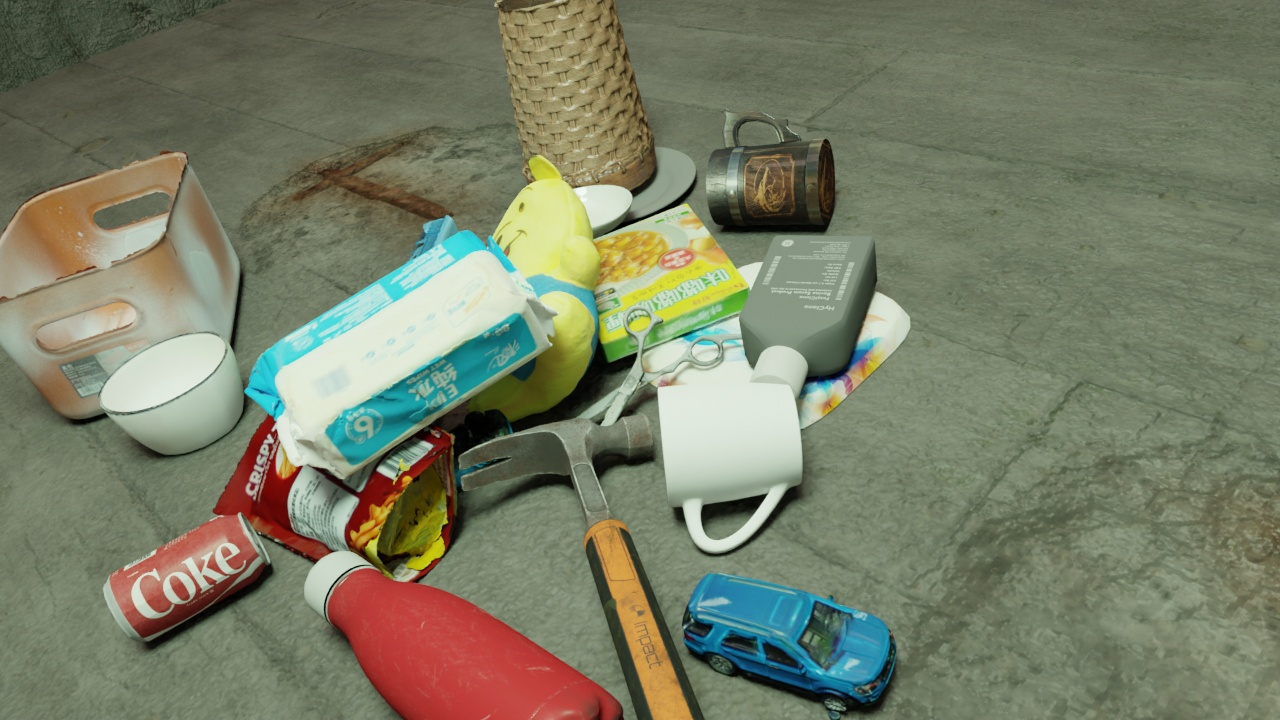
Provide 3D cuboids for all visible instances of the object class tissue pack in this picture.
[{"bbox_3d":[-0.169,-0.006,0.642,0.209,0.066,0.117,-33,45,-14],"label":"tissue pack"}]

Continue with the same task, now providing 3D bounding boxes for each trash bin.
[{"bbox_3d":[-0.525,-0.081,0.937,0.181,0.157,0.259,-20,38,-7],"label":"trash bin"},{"bbox_3d":[-0.076,-0.291,0.983,0.151,0.210,0.151,-10,36,8],"label":"trash bin"}]

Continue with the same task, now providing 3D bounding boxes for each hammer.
[{"bbox_3d":[-0.028,0.118,0.534,0.137,0.035,0.314,-7,25,-12],"label":"hammer"}]

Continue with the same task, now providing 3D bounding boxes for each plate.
[{"bbox_3d":[-0.025,-0.192,1.023,0.178,0.012,0.178,-10,37,7],"label":"plate"},{"bbox_3d":[-0.057,-0.145,0.932,0.104,0.026,0.104,-10,34,6],"label":"plate"},{"bbox_3d":[0.105,-0.022,0.751,0.186,0.016,0.187,-38,42,-28],"label":"plate"}]

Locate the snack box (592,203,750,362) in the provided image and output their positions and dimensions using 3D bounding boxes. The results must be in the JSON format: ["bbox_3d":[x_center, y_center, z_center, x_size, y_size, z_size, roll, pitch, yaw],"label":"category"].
[{"bbox_3d":[0.009,-0.074,0.815,0.132,0.027,0.168,-21,37,-4],"label":"snack box"}]

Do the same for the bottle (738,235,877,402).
[{"bbox_3d":[0.123,-0.031,0.701,0.084,0.046,0.173,4,41,24],"label":"bottle"}]

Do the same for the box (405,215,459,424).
[{"bbox_3d":[-0.224,-0.027,0.816,0.112,0.094,0.231,-10,37,11],"label":"box"}]

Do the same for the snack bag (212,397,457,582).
[{"bbox_3d":[-0.227,0.081,0.671,0.208,0.066,0.139,16,82,32],"label":"snack bag"}]

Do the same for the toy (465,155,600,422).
[{"bbox_3d":[-0.084,-0.057,0.768,0.149,0.084,0.213,-46,37,31],"label":"toy"}]

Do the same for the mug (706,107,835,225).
[{"bbox_3d":[0.126,-0.187,0.882,0.107,0.116,0.079,2,6,23],"label":"mug"}]

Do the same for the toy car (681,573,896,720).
[{"bbox_3d":[0.079,0.152,0.508,0.120,0.044,0.056,9,43,29],"label":"toy car"}]

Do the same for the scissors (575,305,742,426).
[{"bbox_3d":[0.008,0.019,0.709,0.147,0.014,0.141,5,63,8],"label":"scissors"}]

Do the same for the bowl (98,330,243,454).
[{"bbox_3d":[-0.410,0.033,0.821,0.116,0.066,0.116,-10,37,7],"label":"bowl"}]

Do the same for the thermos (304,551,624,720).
[{"bbox_3d":[-0.115,0.172,0.527,0.240,0.073,0.073,19,48,38],"label":"thermos"}]

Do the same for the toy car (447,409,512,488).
[{"bbox_3d":[-0.143,0.077,0.696,0.105,0.032,0.048,-31,40,2],"label":"toy car"}]

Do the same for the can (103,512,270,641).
[{"bbox_3d":[-0.316,0.150,0.644,0.096,0.054,0.054,-30,39,-19],"label":"can"}]

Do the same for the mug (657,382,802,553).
[{"bbox_3d":[0.060,0.069,0.609,0.087,0.081,0.114,-6,68,2],"label":"mug"}]
